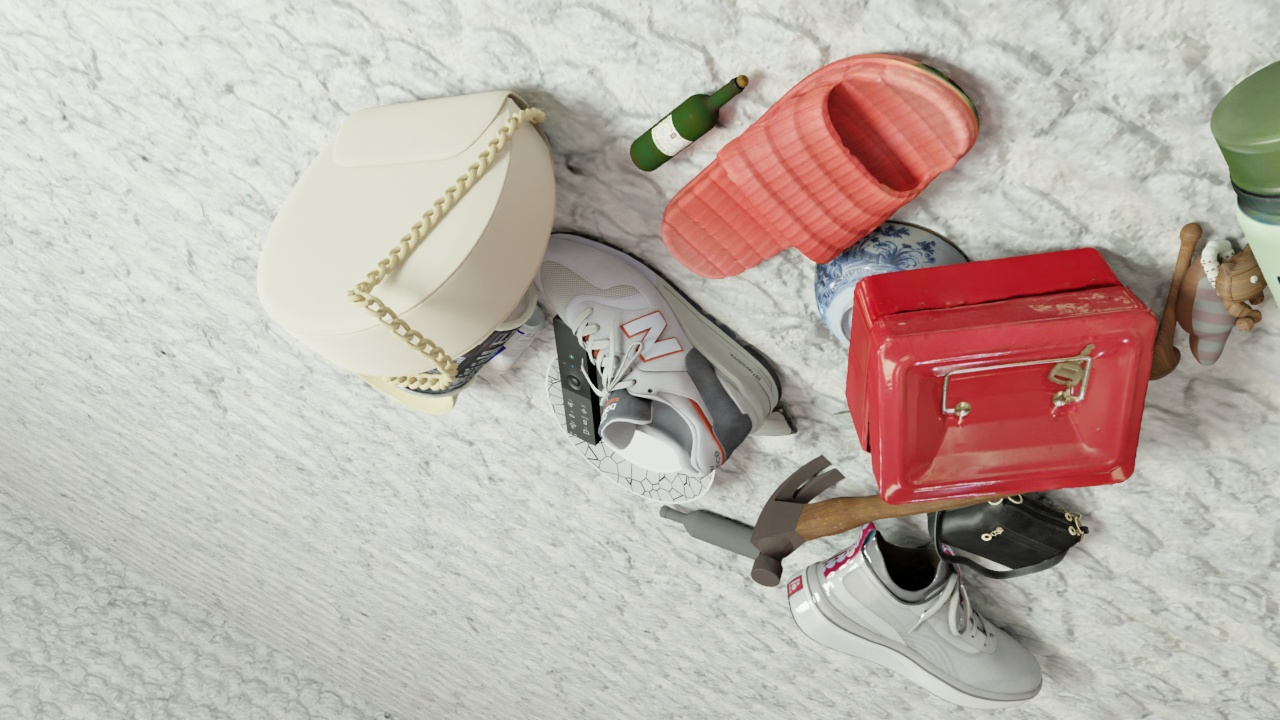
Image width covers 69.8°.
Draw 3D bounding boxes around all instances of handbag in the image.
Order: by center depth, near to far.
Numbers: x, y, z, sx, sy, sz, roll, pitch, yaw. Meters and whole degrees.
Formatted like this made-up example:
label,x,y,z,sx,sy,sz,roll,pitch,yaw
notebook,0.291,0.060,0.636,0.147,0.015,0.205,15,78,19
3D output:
label,x,y,z,sx,sy,sz,roll,pitch,yaw
handbag,-0.169,-0.096,0.646,0.211,0.208,0.103,4,154,31
handbag,0.291,0.132,0.724,0.128,0.054,0.079,23,143,-24

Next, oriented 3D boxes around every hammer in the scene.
label,x,y,z,sx,sy,sz,roll,pitch,yaw
hammer,0.209,0.106,0.709,0.033,0.115,0.324,43,142,-18

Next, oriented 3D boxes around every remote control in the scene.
label,x,y,z,sx,sy,sz,roll,pitch,yaw
remote control,0.075,0.055,0.825,0.137,0.013,0.033,-6,129,38
remote control,-0.057,0.020,0.842,0.034,0.013,0.150,23,139,25

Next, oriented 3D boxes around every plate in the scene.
label,x,y,z,sx,sy,sz,roll,pitch,yaw
plate,-0.009,0.058,0.863,0.189,0.016,0.189,25,140,23

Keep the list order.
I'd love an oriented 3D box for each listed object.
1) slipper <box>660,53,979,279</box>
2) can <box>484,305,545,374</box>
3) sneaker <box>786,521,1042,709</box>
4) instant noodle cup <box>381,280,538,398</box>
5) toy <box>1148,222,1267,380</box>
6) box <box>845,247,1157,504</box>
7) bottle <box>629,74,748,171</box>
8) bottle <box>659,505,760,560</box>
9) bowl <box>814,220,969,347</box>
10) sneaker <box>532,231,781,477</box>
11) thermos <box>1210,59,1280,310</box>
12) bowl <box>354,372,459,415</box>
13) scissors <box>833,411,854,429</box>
label,x,y,z,sx,sy,sz,roll,pitch,yaw
slipper,0.093,-0.105,0.586,0.103,0.059,0.250,43,143,-18
can,-0.118,-0.021,0.849,0.032,0.032,0.095,35,143,-8
sneaker,0.275,0.230,0.846,0.263,0.096,0.129,25,123,-9
instant noodle cup,-0.157,-0.051,0.768,0.113,0.137,0.137,-29,115,39
toy,0.328,-0.030,0.532,0.055,0.041,0.102,29,142,40
box,0.214,0.004,0.570,0.157,0.110,0.134,-5,125,4
bottle,0.032,-0.155,0.595,0.025,0.025,0.106,43,142,-18
bottle,0.073,0.175,0.955,0.113,0.030,0.030,18,142,16
bowl,0.168,-0.037,0.627,0.114,0.045,0.114,18,142,15
sneaker,-0.004,0.004,0.725,0.240,0.124,0.089,33,144,-4
thermos,0.363,-0.048,0.461,0.083,0.082,0.231,-16,124,45
bowl,-0.222,-0.023,0.875,0.151,0.075,0.151,23,150,14
scissors,0.221,0.042,0.708,0.148,0.019,0.124,20,143,15
